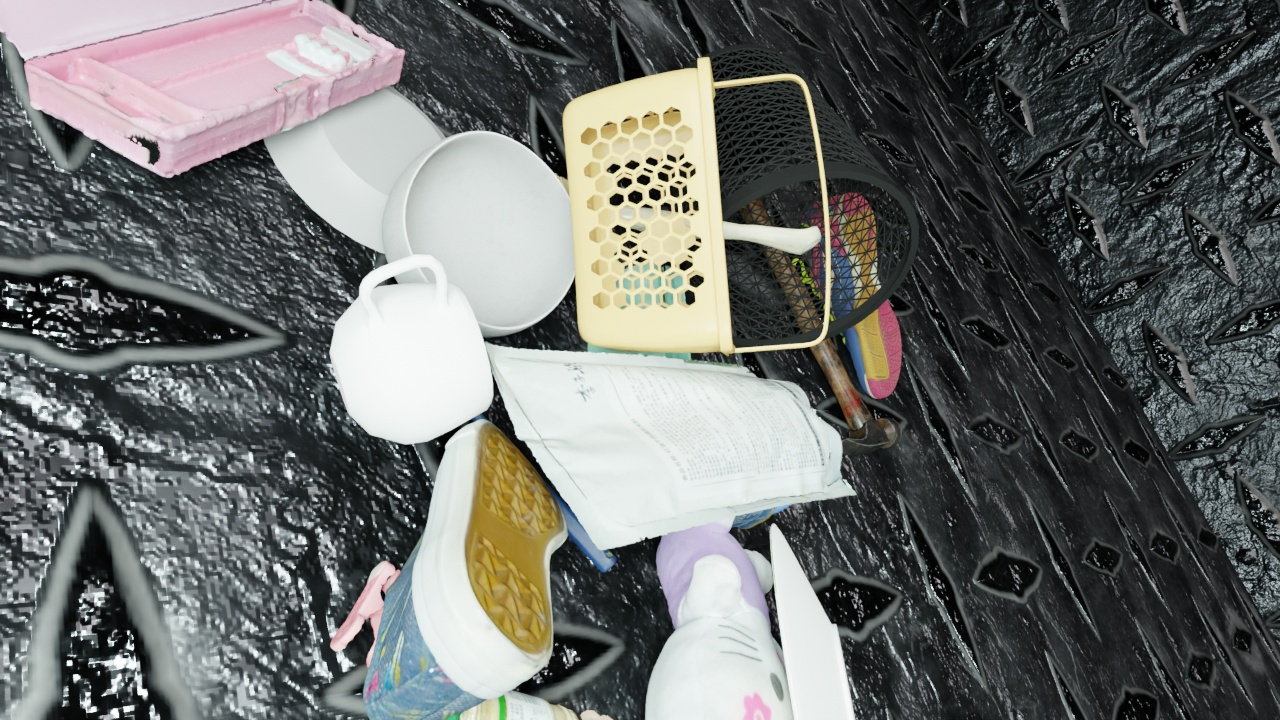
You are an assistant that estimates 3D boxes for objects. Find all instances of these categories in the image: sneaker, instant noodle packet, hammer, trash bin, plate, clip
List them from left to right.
[{"bbox_3d":[-0.137,0.126,0.464,0.035,0.022,0.057,37,31,-21],"label":"clip"},{"bbox_3d":[-0.182,-0.149,0.649,0.172,0.019,0.172,32,39,-31],"label":"plate"},{"bbox_3d":[-0.092,0.099,0.469,0.087,0.079,0.235,51,5,-13],"label":"sneaker"},{"bbox_3d":[0.030,0.049,0.589,0.268,0.057,0.147,2,42,-47],"label":"instant noodle packet"},{"bbox_3d":[0.120,-0.171,0.896,0.216,0.217,0.242,25,37,-37],"label":"trash bin"},{"bbox_3d":[0.179,-0.049,1.012,0.119,0.033,0.330,-1,62,-51],"label":"hammer"},{"bbox_3d":[0.120,0.218,0.591,0.229,0.030,0.229,-10,89,-81],"label":"plate"},{"bbox_3d":[0.245,-0.072,1.085,0.116,0.091,0.241,-6,86,-48],"label":"sneaker"}]

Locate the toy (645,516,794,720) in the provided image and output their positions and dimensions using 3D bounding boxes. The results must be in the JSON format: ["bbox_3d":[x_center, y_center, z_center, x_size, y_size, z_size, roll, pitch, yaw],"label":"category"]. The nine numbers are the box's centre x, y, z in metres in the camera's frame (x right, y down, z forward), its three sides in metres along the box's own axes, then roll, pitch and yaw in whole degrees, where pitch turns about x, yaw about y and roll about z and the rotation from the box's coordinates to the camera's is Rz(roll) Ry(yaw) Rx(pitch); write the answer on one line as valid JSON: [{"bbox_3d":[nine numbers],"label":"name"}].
[{"bbox_3d":[0.049,0.181,0.582,0.208,0.086,0.138,-87,159,-53],"label":"toy"}]

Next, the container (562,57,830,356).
[{"bbox_3d":[0.042,-0.094,0.622,0.129,0.167,0.183,9,76,-82],"label":"container"}]

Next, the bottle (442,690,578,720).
[{"bbox_3d":[-0.079,0.185,0.466,0.110,0.043,0.042,31,40,-34],"label":"bottle"}]

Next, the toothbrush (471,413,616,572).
[{"bbox_3d":[-0.079,0.063,0.595,0.190,0.017,0.016,50,35,-7],"label":"toothbrush"}]

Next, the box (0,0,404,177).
[{"bbox_3d":[-0.272,-0.202,0.558,0.180,0.055,0.232,41,35,-3],"label":"box"}]

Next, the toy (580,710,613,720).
[{"bbox_3d":[-0.008,0.245,0.500,0.087,0.050,0.112,24,49,-39],"label":"toy"}]

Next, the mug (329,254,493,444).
[{"bbox_3d":[-0.130,-0.009,0.504,0.076,0.124,0.090,-18,54,-21],"label":"mug"}]

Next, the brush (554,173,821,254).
[{"bbox_3d":[0.016,-0.105,0.726,0.272,0.062,0.077,1,82,-14],"label":"brush"}]

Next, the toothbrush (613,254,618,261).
[{"bbox_3d":[0.010,-0.038,0.801,0.188,0.014,0.017,55,20,0],"label":"toothbrush"}]

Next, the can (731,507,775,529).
[{"bbox_3d":[0.057,0.083,0.714,0.059,0.054,0.099,3,59,-43],"label":"can"}]

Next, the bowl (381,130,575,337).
[{"bbox_3d":[-0.112,-0.081,0.620,0.131,0.065,0.131,6,80,-37],"label":"bowl"}]

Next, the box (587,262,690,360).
[{"bbox_3d":[-0.008,0.002,0.698,0.079,0.078,0.188,17,47,-21],"label":"box"}]

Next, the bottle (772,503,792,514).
[{"bbox_3d":[0.086,0.065,0.774,0.131,0.048,0.047,54,33,-2],"label":"bottle"}]
